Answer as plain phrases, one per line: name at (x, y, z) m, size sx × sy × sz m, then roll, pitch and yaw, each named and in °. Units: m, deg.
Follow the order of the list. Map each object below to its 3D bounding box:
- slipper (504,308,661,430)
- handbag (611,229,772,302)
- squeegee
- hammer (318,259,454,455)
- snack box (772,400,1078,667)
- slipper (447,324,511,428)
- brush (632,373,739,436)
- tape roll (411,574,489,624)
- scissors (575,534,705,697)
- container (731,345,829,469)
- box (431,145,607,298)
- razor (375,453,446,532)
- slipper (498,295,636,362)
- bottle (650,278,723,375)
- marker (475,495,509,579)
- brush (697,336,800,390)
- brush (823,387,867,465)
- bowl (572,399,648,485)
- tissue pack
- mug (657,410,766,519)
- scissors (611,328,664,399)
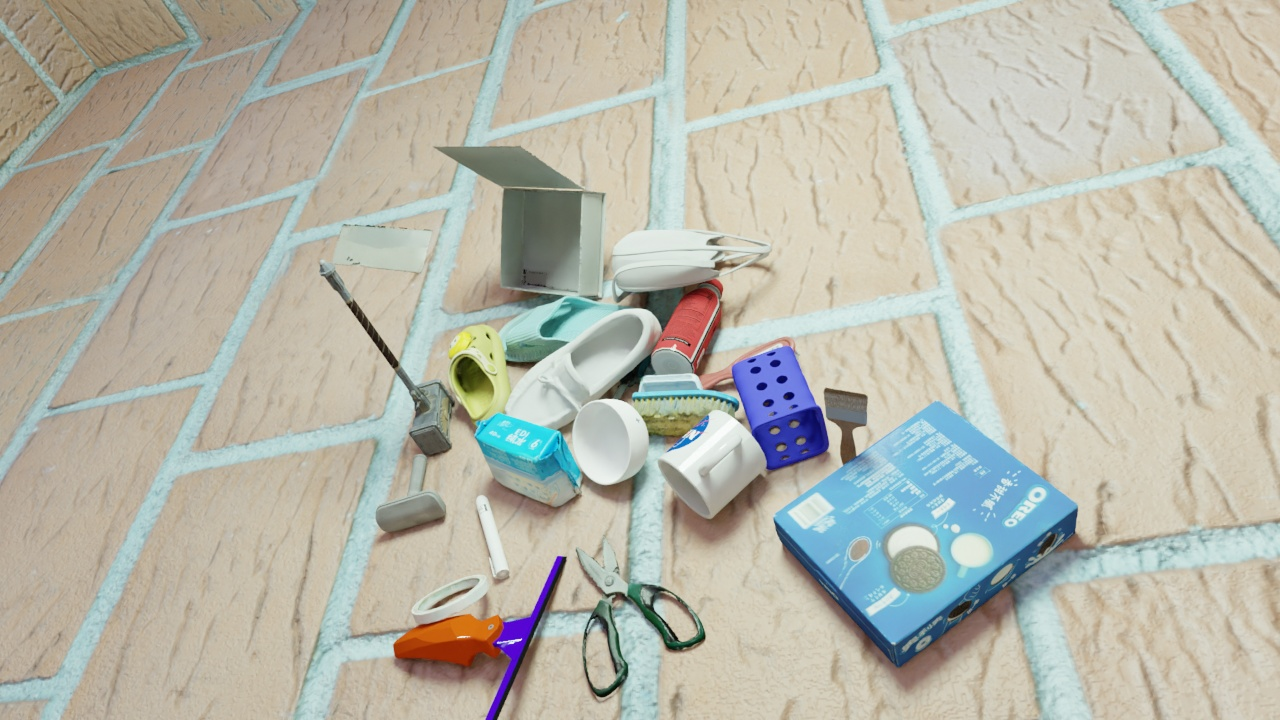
slipper at (-0.079, 0.017, 1.230) m, size 0.247 × 0.074 × 0.112 m, roll -36°, pitch 65°, yaw 4°
handbag at (0.075, -0.139, 1.307) m, size 0.223 × 0.096 × 0.215 m, roll -3°, pitch 17°, yaw 10°
squeegee at (-0.204, 0.314, 1.030) m, size 0.185 × 0.055 × 0.248 m, roll -16°, pitch 27°, yaw 26°
hammer at (-0.337, -0.011, 1.217) m, size 0.044 × 0.322 × 0.098 m, roll -17°, pitch 43°, yaw 8°
snack box at (0.290, 0.169, 0.951) m, size 0.238 × 0.056 × 0.195 m, roll -33°, pitch 43°, yaw -10°
slipper at (-0.242, 0.020, 1.313) m, size 0.092 × 0.081 × 0.190 m, roll -46°, pitch 43°, yaw 21°
brush at (0.061, 0.053, 1.171) m, size 0.136 × 0.055 × 0.075 m, roll -3°, pitch 52°, yaw 21°
tape roll at (-0.221, 0.277, 1.068) m, size 0.093 × 0.013 × 0.093 m, roll -22°, pitch 5°, yaw 2°
scissors at (-0.038, 0.282, 1.018) m, size 0.154 × 0.015 × 0.209 m, roll -42°, pitch 45°, yaw -16°
container at (0.165, 0.055, 1.101) m, size 0.084 × 0.085 × 0.113 m, roll -19°, pitch 41°, yaw 5°
box at (-0.184, -0.308, 1.313) m, size 0.167 × 0.507 × 0.148 m, roll 8°, pitch 47°, yaw 32°
razor at (-0.303, 0.170, 1.235) m, size 0.088 × 0.047 × 0.116 m, roll -18°, pitch 35°, yaw 7°
slipper at (-0.106, -0.053, 1.334) m, size 0.277 × 0.069 × 0.115 m, roll 1°, pitch 43°, yaw 32°
bottle at (0.072, -0.049, 1.259) m, size 0.062 × 0.062 × 0.176 m, roll 3°, pitch 43°, yaw 27°
marker at (-0.188, 0.218, 1.147) m, size 0.020 × 0.017 × 0.133 m, roll -28°, pitch 42°, yaw -1°
brush at (0.128, 0.018, 1.197) m, size 0.173 × 0.030 × 0.040 m, roll -24°, pitch 42°, yaw 21°
brush at (0.225, 0.080, 1.004) m, size 0.045 × 0.143 × 0.008 m, roll 10°, pitch 53°, yaw 21°
bowl at (-0.032, 0.099, 1.143) m, size 0.105 × 0.105 × 0.054 m, roll 22°, pitch 19°, yaw 38°
tissue pack at (-0.139, 0.124, 1.165) m, size 0.145 × 0.093 × 0.061 m, roll 16°, pitch 48°, yaw 35°
mug at (0.085, 0.116, 1.052) m, size 0.090 × 0.121 × 0.091 m, roll -40°, pitch 82°, yaw -17°
scissors at (-0.001, 0.005, 1.275) m, size 0.139 × 0.019 × 0.128 m, roll -26°, pitch 43°, yaw 1°
